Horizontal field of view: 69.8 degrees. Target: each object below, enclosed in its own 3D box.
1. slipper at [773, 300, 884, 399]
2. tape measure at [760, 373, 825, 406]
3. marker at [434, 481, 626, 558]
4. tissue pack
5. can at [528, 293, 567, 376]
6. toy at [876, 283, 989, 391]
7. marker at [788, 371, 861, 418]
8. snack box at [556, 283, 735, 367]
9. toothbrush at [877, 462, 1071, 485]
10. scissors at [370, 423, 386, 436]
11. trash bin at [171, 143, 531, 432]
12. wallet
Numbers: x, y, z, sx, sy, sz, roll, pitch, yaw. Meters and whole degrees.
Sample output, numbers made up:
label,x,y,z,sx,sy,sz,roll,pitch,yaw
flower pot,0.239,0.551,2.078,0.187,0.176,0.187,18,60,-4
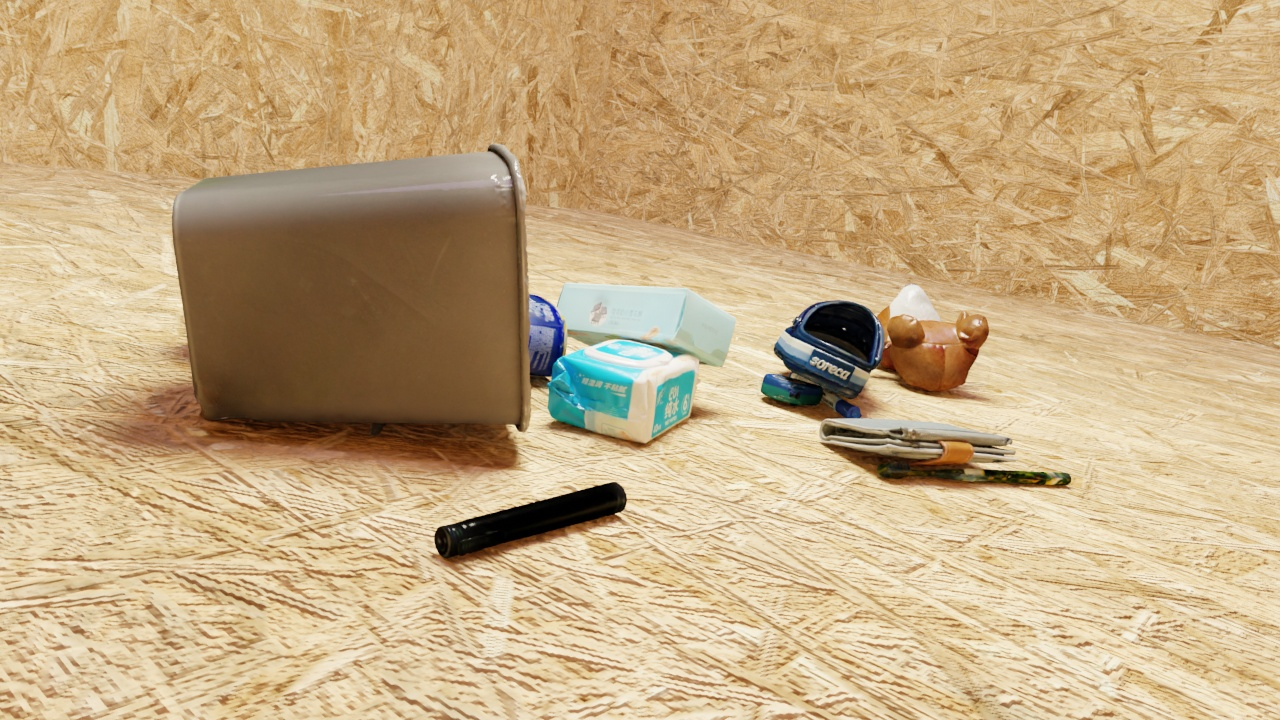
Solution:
label,x,y,z,sx,sy,sz,roll,pitch,yaw
slipper,0.204,-0.021,0.975,0.105,0.095,0.252,29,11,8
tape measure,0.149,0.031,0.922,0.054,0.025,0.058,18,7,40
marker,-0.058,0.090,0.523,0.022,0.020,0.131,5,7,41
tissue pack,-0.011,0.020,0.771,0.090,0.063,0.139,13,13,20
can,-0.117,-0.028,0.896,0.049,0.075,0.148,6,12,-24
toy,0.340,-0.031,1.141,0.140,0.130,0.199,3,3,0
marker,0.188,0.035,0.951,0.017,0.017,0.146,5,13,-16
snack box,0.000,-0.035,0.866,0.175,0.051,0.074,7,-13,46
toothbrush,0.276,0.092,0.747,0.185,0.012,0.017,5,-26,-18
scissors,-0.190,0.031,0.722,0.175,0.012,0.162,0,16,-29
trash bin,-0.199,-0.053,0.667,0.219,0.199,0.198,-4,18,-13
wallet,0.234,0.071,0.774,0.129,0.037,0.107,5,2,-20
